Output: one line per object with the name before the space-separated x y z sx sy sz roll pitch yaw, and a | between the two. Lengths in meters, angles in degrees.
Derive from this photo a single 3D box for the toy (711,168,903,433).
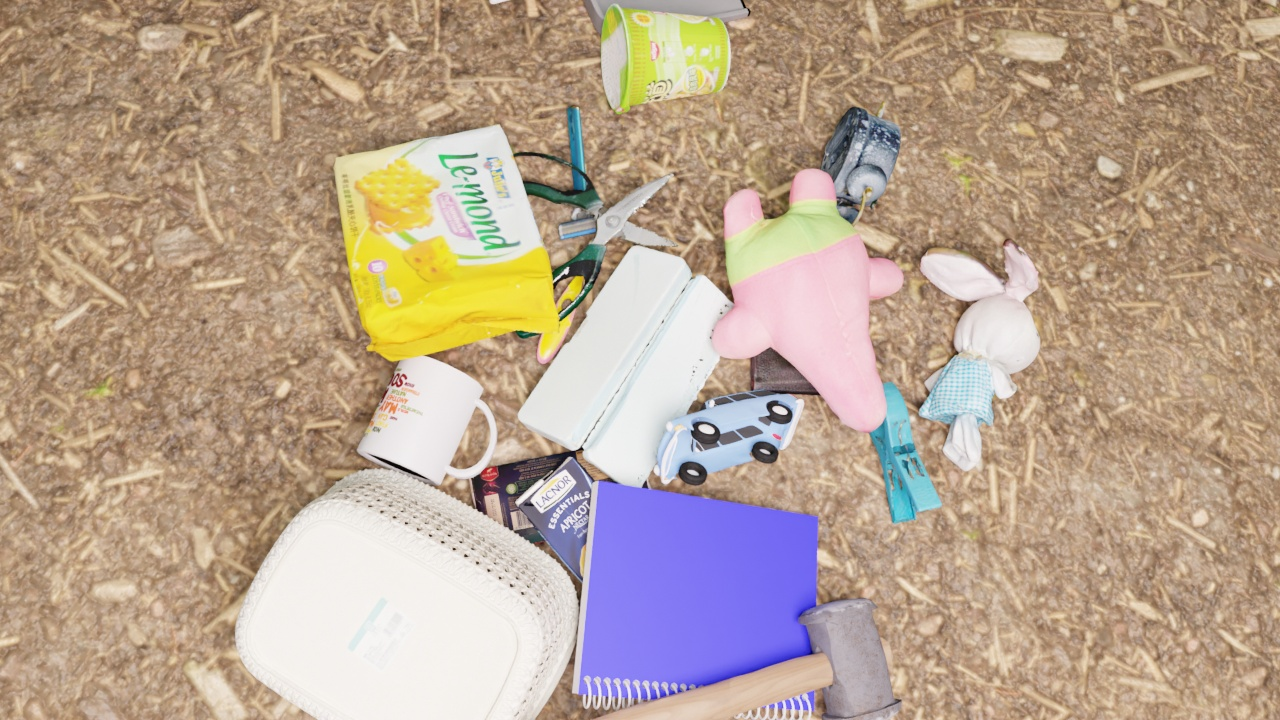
toy | 0.154 -0.047 0.804 0.192 0.097 0.236 -20 82 -12

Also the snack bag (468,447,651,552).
snack bag | -0.067 0.117 0.796 0.155 0.018 0.074 -10 77 -9

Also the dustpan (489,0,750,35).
dustpan | -0.032 -0.397 0.942 0.257 0.033 0.163 -19 76 -11

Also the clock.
clock | 0.205 -0.181 0.873 0.052 0.090 0.129 18 69 -6

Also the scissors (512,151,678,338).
scissors | -0.069 -0.129 0.848 0.201 0.015 0.204 -40 65 -1

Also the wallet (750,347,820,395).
wallet | 0.152 -0.023 0.855 0.099 0.031 0.119 3 68 -3

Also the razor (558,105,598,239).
razor | -0.060 -0.182 0.885 0.042 0.022 0.143 -9 69 12

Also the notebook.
notebook | 0.052 0.199 0.749 0.209 0.022 0.171 12 71 -21

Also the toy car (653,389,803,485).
toy car | 0.073 0.061 0.783 0.153 0.056 0.055 -11 38 -36

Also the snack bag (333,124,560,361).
snack bag | -0.171 -0.102 0.794 0.159 0.068 0.247 -12 53 -11

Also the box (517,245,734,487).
box | -0.006 0.003 0.809 0.125 0.075 0.197 37 74 -14

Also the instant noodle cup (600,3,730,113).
instant noodle cup | 0.025 -0.295 0.892 0.108 0.099 0.099 -8 74 -16

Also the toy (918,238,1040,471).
toy | 0.320 0.000 0.833 0.105 0.131 0.205 11 85 -24

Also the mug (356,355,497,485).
mug | -0.172 0.056 0.775 0.105 0.073 0.089 21 73 1

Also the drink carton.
drink carton | -0.040 0.145 0.763 0.064 0.040 0.130 -41 96 -13

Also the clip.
clip | 0.228 0.075 0.800 0.028 0.113 0.126 -8 62 -11

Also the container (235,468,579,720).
container | -0.175 0.198 0.698 0.246 0.143 0.184 27 85 3

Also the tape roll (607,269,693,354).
tape roll | 0.009 -0.052 0.854 0.093 0.016 0.091 -33 79 -14

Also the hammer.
hammer | 0.055 0.260 0.697 0.327 0.052 0.098 -7 77 -24

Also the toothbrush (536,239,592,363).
toothbrush | -0.065 -0.058 0.849 0.021 0.016 0.135 24 73 -3
